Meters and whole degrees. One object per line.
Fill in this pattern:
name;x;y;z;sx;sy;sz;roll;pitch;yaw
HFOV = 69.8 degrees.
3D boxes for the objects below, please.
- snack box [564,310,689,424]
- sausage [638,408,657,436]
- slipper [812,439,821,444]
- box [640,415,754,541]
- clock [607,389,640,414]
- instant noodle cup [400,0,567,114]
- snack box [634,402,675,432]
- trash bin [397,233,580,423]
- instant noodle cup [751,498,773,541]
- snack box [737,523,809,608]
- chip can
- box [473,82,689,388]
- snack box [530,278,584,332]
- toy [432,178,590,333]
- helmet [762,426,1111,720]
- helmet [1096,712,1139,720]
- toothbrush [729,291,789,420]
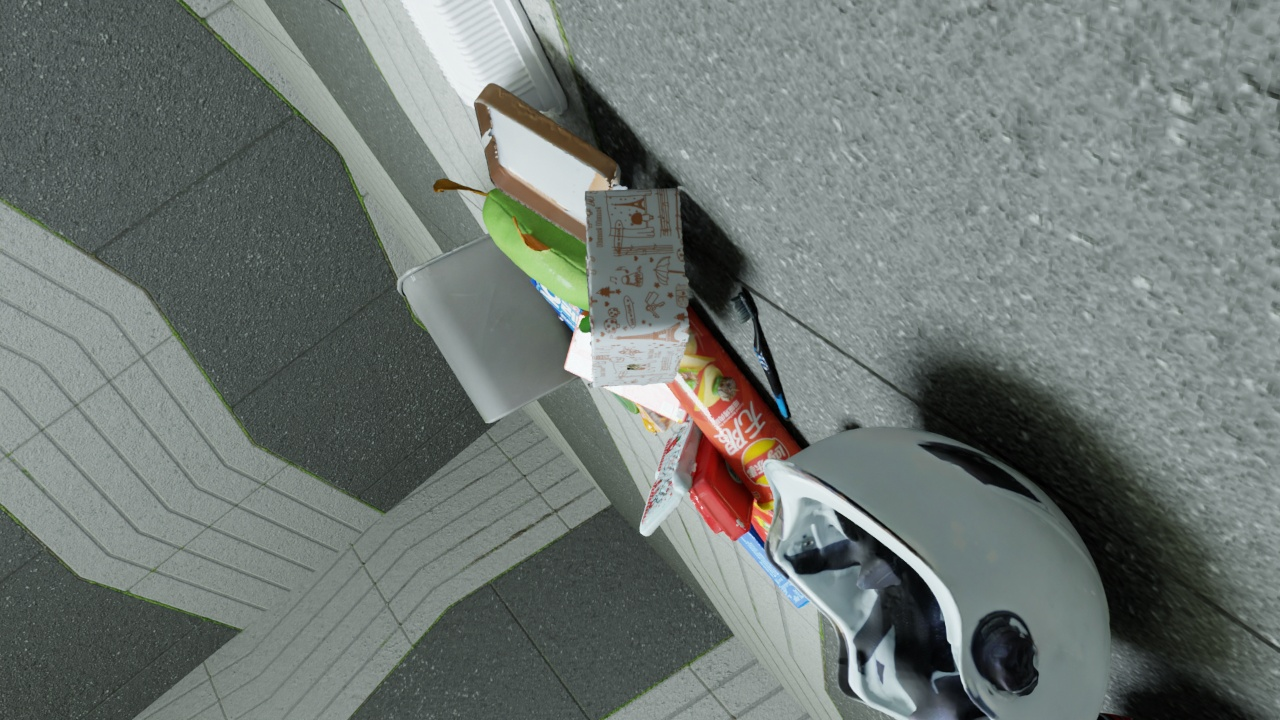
snack box;-0.006;0.006;1.016;0.153;0.025;0.075;25;121;11
sausage;-0.005;0.018;1.163;0.021;0.021;0.165;103;150;-76
slipper;0.179;0.139;0.809;0.190;0.091;0.081;55;173;-28
box;0.059;0.125;0.978;0.095;0.102;0.201;51;-159;-11
clock;-0.011;0.023;1.238;0.161;0.056;0.116;45;168;23
instant noodle cup;-0.145;-0.282;0.786;0.138;0.060;0.173;38;165;46
snack box;0.005;0.003;1.066;0.154;0.075;0.026;51;171;-5
trash bin;-0.185;-0.047;1.225;0.220;0.198;0.199;63;167;-3
instant noodle cup;0.196;0.202;0.990;0.194;0.065;0.194;49;168;13
snack box;0.165;0.216;1.118;0.157;0.084;0.026;49;131;10
chip can;0.085;0.045;0.910;0.216;0.073;0.073;53;169;-5
box;-0.039;-0.105;0.791;0.272;0.130;0.179;59;170;10
snack box;-0.046;-0.046;1.126;0.207;0.057;0.058;50;152;2
toy;-0.101;-0.131;1.006;0.247;0.090;0.226;40;-167;13
helmet;0.199;0.140;0.589;0.258;0.145;0.229;62;165;-11
helmet;0.320;0.363;0.616;0.240;0.247;0.315;57;-177;16
toothbrush;0.110;0.003;0.821;0.014;0.016;0.189;51;173;42
